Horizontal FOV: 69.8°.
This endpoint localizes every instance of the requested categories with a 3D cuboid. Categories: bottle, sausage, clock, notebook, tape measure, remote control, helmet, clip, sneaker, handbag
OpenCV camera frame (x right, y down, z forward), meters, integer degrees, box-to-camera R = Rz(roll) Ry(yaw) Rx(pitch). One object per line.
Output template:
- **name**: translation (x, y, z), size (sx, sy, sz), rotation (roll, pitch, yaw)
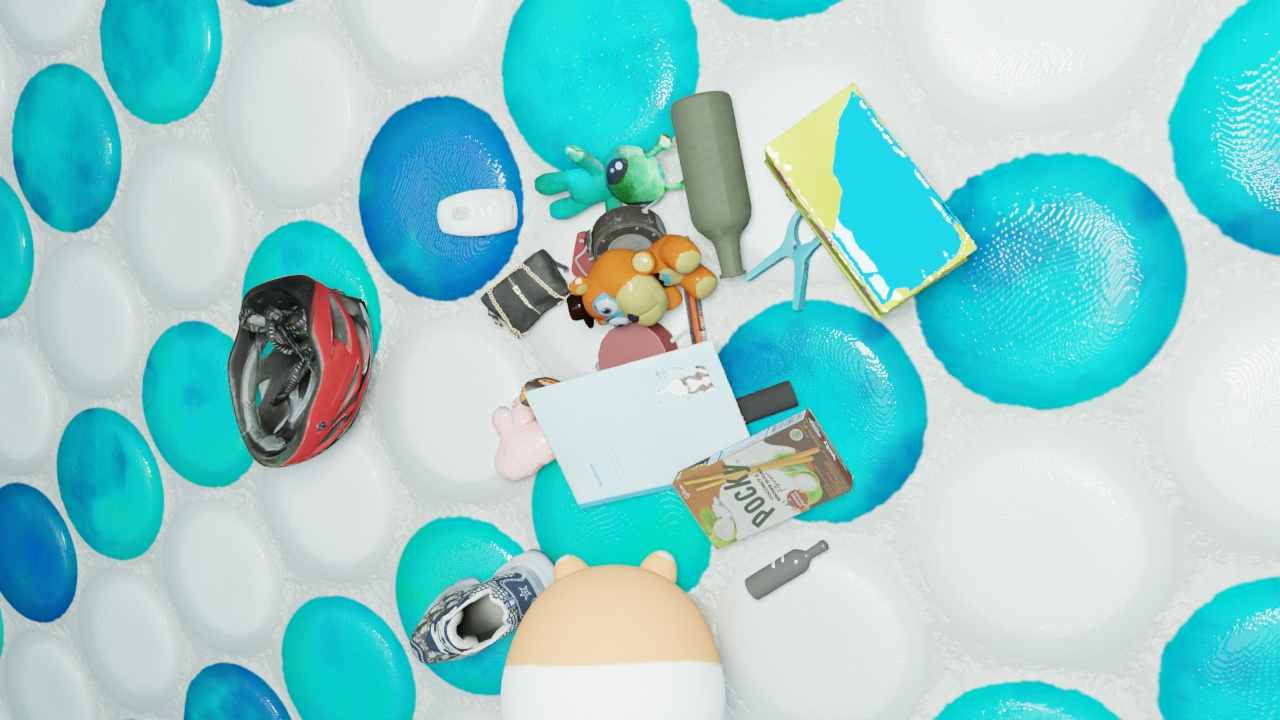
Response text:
- **bottle**: translation (0.087, -0.198, 1.050), size (0.072, 0.071, 0.207), rotation (-10, 94, 25)
- **sausage**: translation (0.064, -0.073, 1.108), size (0.020, 0.020, 0.155), rotation (-6, 96, 25)
- **clock**: translation (-0.007, 0.007, 1.135), size (0.096, 0.048, 0.138), rotation (31, 109, 17)
- **clock**: translation (-0.019, -0.143, 1.099), size (0.123, 0.091, 0.043), rotation (-21, 48, 16)
- **notebook**: translation (0.002, 0.086, 1.123), size (0.254, 0.009, 0.181), rotation (-16, 112, 22)
- **tape measure**: translation (-0.123, 0.047, 1.188), size (0.058, 0.058, 0.038), rotation (14, 105, -1)
- **remote control**: translation (0.120, 0.062, 1.105), size (0.147, 0.015, 0.033), rotation (-22, 89, 25)
- **helmet**: translation (-0.474, 0.018, 1.278), size (0.218, 0.166, 0.272), rotation (24, 102, 34)
- **clip**: translation (0.170, -0.130, 1.050), size (0.103, 0.027, 0.120), rotation (34, 110, 13)
- **sneaker**: translation (-0.235, 0.355, 1.244), size (0.270, 0.132, 0.103), rotation (-33, 86, 26)
- **tape measure**: translation (-0.058, -0.130, 1.154), size (0.051, 0.019, 0.059), rotation (18, 111, 18)
- **handbag**: translation (-0.143, -0.086, 1.187), size (0.129, 0.054, 0.079), rotation (-36, 94, 21)
- **remote control**: translation (-0.216, -0.194, 1.209), size (0.114, 0.028, 0.060), rotation (-4, 96, 24)
- **bottle**: translation (0.178, 0.247, 1.099), size (0.113, 0.030, 0.030), rotation (-39, 82, 24)

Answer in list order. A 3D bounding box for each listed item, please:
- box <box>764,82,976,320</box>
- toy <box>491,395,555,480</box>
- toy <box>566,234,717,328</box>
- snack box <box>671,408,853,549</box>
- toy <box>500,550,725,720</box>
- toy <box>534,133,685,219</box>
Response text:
- **box**: translation (0.239, -0.165, 0.972), size (0.124, 0.080, 0.221), rotation (-37, 85, 8)
- **toy**: translation (-0.157, 0.101, 1.217), size (0.108, 0.053, 0.105), rotation (-30, 74, 25)
- **toy**: translation (-0.004, -0.089, 1.066), size (0.176, 0.112, 0.096), rotation (-10, 62, 21)
- **snack box**: translation (0.143, 0.143, 1.085), size (0.186, 0.031, 0.101), rotation (-30, 100, 25)
- **toy**: translation (-0.031, 0.371, 1.097), size (0.263, 0.266, 0.280), rotation (-5, 67, 10)
- **toy**: translation (-0.037, -0.218, 1.107), size (0.194, 0.072, 0.131), rotation (-7, 133, 28)
